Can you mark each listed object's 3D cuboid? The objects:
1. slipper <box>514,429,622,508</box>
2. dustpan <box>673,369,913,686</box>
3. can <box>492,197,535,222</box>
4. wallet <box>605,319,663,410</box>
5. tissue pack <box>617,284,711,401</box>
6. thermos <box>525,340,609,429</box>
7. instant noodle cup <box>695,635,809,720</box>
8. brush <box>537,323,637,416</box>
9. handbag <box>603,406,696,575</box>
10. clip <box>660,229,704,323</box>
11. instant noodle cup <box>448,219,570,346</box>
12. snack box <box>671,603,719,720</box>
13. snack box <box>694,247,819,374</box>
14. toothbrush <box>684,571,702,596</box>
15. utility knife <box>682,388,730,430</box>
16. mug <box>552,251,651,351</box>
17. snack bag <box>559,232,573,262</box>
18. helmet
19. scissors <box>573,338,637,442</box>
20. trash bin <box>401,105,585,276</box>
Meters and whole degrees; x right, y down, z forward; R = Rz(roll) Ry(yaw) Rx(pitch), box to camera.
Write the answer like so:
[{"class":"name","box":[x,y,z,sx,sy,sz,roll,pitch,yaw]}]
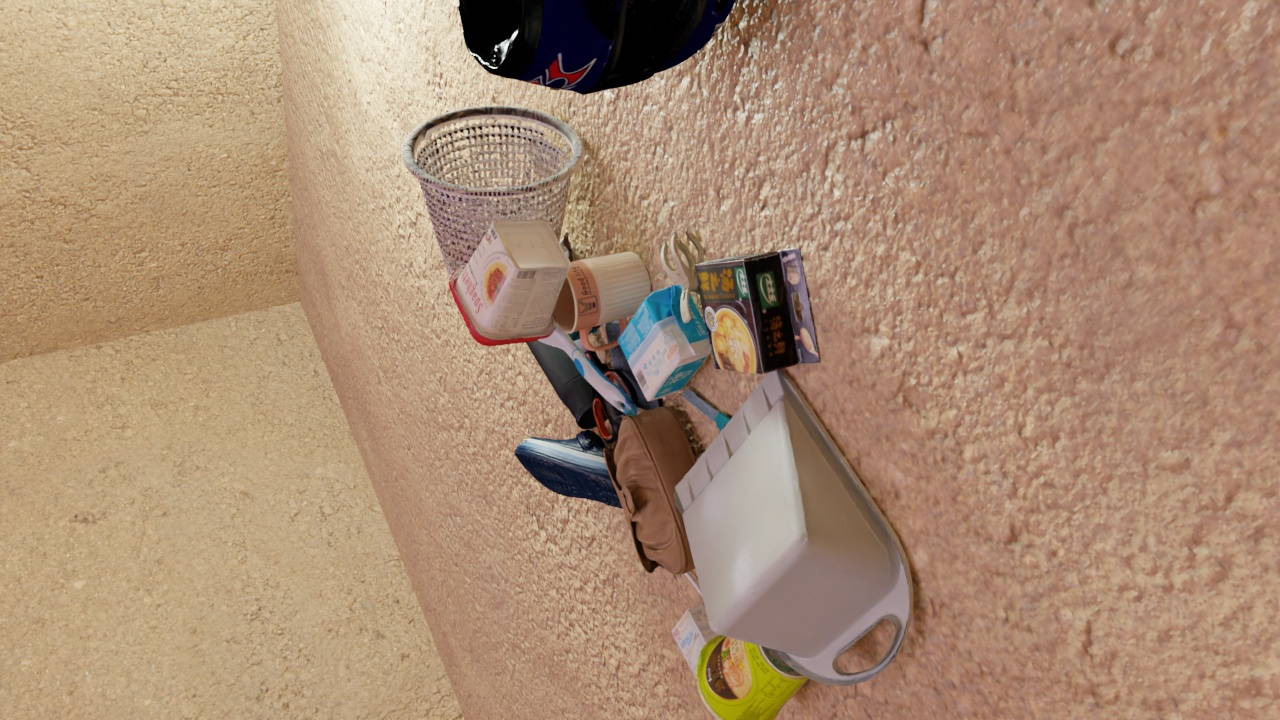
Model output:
[{"class":"slipper","box":[-0.081,0.141,1.314,0.253,0.095,0.105,8,141,45]},{"class":"dustpan","box":[0.156,0.183,0.918,0.223,0.142,0.257,-56,25,35]},{"class":"can","box":[-0.206,-0.202,1.417,0.133,0.053,0.053,-29,78,62]},{"class":"wallet","box":[-0.007,0.007,1.192,0.097,0.019,0.121,12,117,60]},{"class":"tissue pack","box":[0.030,-0.019,1.055,0.090,0.063,0.140,64,153,16]},{"class":"thermos","box":[-0.111,-0.017,1.338,0.090,0.068,0.242,-48,57,22]},{"class":"instant noodle cup","box":[0.135,0.331,1.008,0.111,0.111,0.124,60,142,26]},{"class":"brush","box":[-0.089,-0.027,1.205,0.315,0.109,0.061,31,132,30]},{"class":"handbag","box":[0.020,0.166,1.132,0.204,0.099,0.148,69,156,17]},{"class":"clip","box":[0.055,-0.091,0.998,0.035,0.074,0.100,-42,63,60]},{"class":"instant noodle cup","box":[-0.148,-0.095,1.078,0.116,0.116,0.124,61,138,26]},{"class":"snack box","box":[0.096,0.404,1.195,0.156,0.026,0.085,60,150,26]},{"class":"snack box","box":[0.112,-0.048,0.908,0.126,0.053,0.113,5,109,67]},{"class":"toothbrush","box":[0.087,0.302,1.172,0.180,0.016,0.016,45,135,45]},{"class":"utility knife","box":[0.107,0.084,1.019,0.219,0.013,0.029,39,137,49]},{"class":"mug","box":[-0.048,-0.071,1.128,0.082,0.105,0.114,0,104,63]},{"class":"snack bag","box":[-0.117,-0.144,1.308,0.106,0.026,0.045,-31,65,60]},{"class":"helmet","box":[-0.027,-0.353,0.781,0.315,0.240,0.248,-129,33,-57]},{"class":"scissors","box":[-0.072,0.020,1.254,0.235,0.021,0.139,37,117,50]},{"class":"trash bin","box":[-0.188,-0.198,1.207,0.227,0.227,0.192,50,149,39]}]
